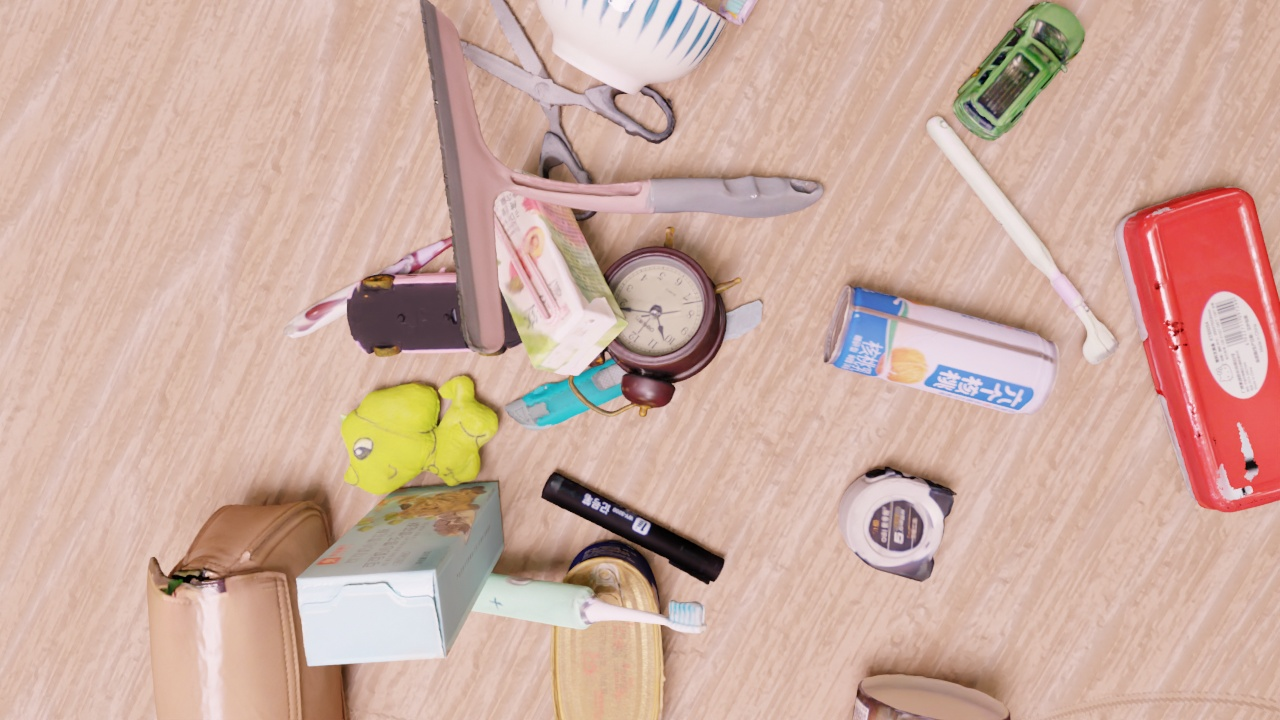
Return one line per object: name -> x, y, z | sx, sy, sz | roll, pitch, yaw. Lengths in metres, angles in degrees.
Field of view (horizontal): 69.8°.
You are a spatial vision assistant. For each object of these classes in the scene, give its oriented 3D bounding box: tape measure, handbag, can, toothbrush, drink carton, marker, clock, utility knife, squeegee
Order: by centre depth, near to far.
squeegee -> -0.001, -0.104, 0.557 | 0.249, 0.040, 0.247 | 0, 59, -22
drink carton -> -0.058, -0.055, 0.558 | 0.054, 0.045, 0.122 | -43, 55, 28
toothbrush -> -0.060, 0.151, 0.573 | 0.225, 0.026, 0.027 | -1, 95, 31
toothbrush -> 0.108, -0.297, 0.575 | 0.021, 0.029, 0.189 | 29, 96, -40
handbag -> -0.248, 0.195, 0.576 | 0.100, 0.147, 0.204 | -4, 91, 2
clock -> 0.004, -0.019, 0.578 | 0.082, 0.055, 0.122 | 39, 88, 12
can -> 0.188, -0.006, 0.579 | 0.134, 0.053, 0.053 | 15, 96, 2
toothbrush -> 0.242, -0.079, 0.587 | 0.029, 0.020, 0.189 | -38, 91, -25
tape measure -> 0.165, 0.104, 0.601 | 0.066, 0.033, 0.066 | 18, 94, -1
utility knife -> -0.004, 0.004, 0.611 | 0.187, 0.013, 0.029 | -25, 92, 5
toothbrush -> -0.159, -0.062, 0.612 | 0.187, 0.017, 0.016 | -28, 91, 5
can -> -0.020, 0.197, 0.612 | 0.074, 0.049, 0.148 | -2, 95, 3
marker -> -0.006, 0.113, 0.620 | 0.132, 0.020, 0.022 | 27, 125, 0

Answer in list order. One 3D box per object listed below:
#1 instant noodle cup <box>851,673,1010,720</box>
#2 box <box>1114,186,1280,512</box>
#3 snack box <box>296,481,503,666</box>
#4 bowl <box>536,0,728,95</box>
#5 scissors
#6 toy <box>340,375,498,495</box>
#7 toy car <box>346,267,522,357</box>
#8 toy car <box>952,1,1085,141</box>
instant noodle cup -> 0.179, 0.269, 0.578 | 0.118, 0.118, 0.114 | 5, 88, 3
box -> 0.367, -0.007, 0.580 | 0.086, 0.047, 0.201 | -18, 94, 4
snack box -> -0.135, 0.120, 0.550 | 0.074, 0.174, 0.051 | -4, 98, 3
bowl -> -0.013, -0.202, 0.546 | 0.116, 0.116, 0.066 | 29, 110, 0
scissors -> -0.058, -0.173, 0.598 | 0.159, 0.014, 0.178 | -4, 95, 3
toy -> -0.150, 0.049, 0.613 | 0.100, 0.031, 0.096 | 23, 82, 4
toy car -> -0.131, -0.032, 0.603 | 0.122, 0.037, 0.056 | -1, 107, 6
toy car -> 0.237, -0.181, 0.570 | 0.043, 0.036, 0.091 | 39, 92, 1
